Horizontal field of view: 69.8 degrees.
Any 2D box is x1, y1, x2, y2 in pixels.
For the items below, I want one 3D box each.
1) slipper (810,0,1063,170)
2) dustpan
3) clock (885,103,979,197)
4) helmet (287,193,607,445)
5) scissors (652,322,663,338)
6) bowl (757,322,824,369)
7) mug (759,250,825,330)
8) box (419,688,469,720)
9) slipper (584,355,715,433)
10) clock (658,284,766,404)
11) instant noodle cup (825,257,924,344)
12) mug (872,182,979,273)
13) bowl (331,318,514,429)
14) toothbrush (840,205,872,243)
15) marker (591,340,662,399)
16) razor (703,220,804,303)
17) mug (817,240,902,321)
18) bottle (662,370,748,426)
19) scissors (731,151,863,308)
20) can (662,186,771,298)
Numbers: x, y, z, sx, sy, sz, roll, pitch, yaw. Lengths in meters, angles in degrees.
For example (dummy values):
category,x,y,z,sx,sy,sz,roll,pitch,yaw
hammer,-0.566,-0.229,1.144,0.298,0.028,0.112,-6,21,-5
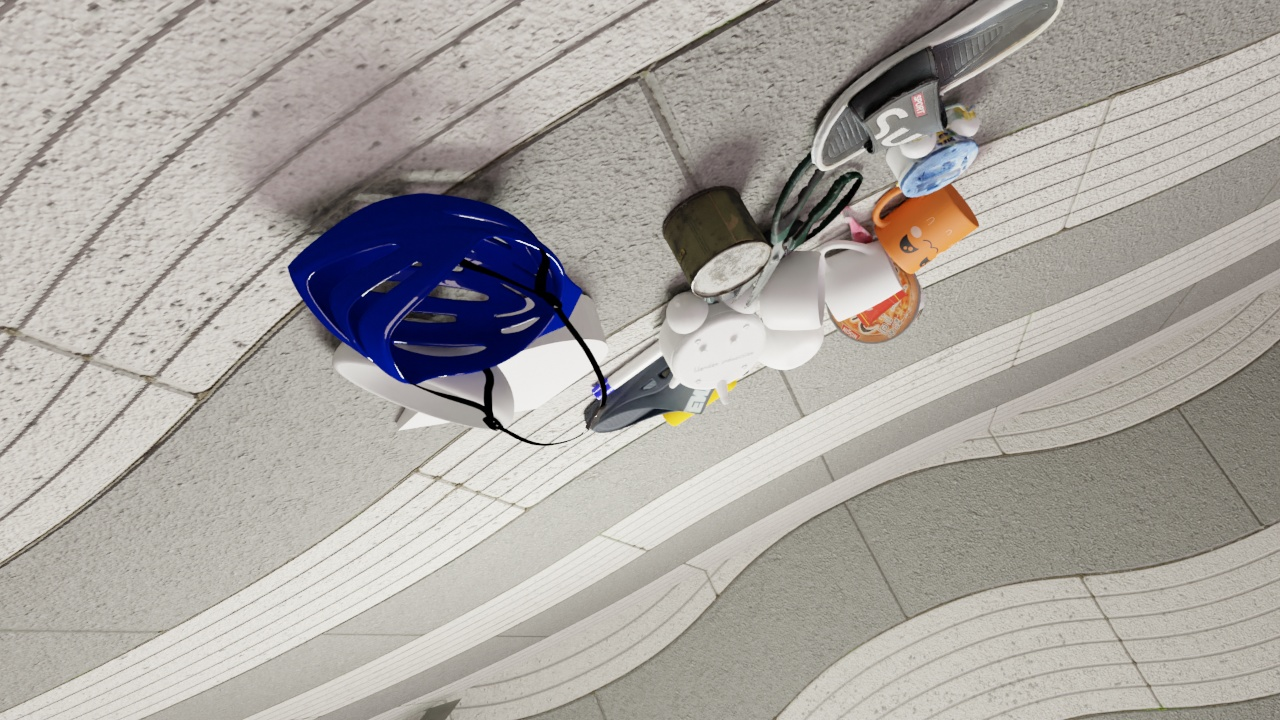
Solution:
category,x,y,z,sx,sy,sz,roll,pitch,yaw
slipper,0.280,-0.257,0.862,0.264,0.063,0.111,-34,156,14
dustpan,-0.148,0.002,1.045,0.191,0.053,0.259,-7,163,-37
clock,0.312,-0.227,0.974,0.089,0.052,0.125,-22,158,-6
helmet,-0.133,-0.027,0.718,0.241,0.227,0.148,-2,132,-44
scissors,0.093,-0.058,1.162,0.154,0.019,0.126,13,132,-47
bowl,0.216,-0.026,1.304,0.114,0.050,0.115,-23,151,-14
mug,0.183,-0.088,1.094,0.068,0.115,0.094,1,121,17
box,-0.657,1.212,3.022,0.167,0.231,0.169,-27,125,27
slipper,0.034,0.046,1.257,0.269,0.083,0.110,-36,154,28
clock,0.091,-0.022,1.122,0.125,0.072,0.161,-17,139,-11
instant noodle cup,0.330,-0.084,1.245,0.124,0.123,0.121,-36,165,25
mug,0.335,-0.173,1.109,0.112,0.077,0.096,33,124,-29
bowl,-0.198,0.006,0.878,0.176,0.066,0.177,16,163,5
toothbrush,0.264,-0.160,1.121,0.022,0.016,0.135,-19,161,21
marker,-0.007,0.007,1.206,0.142,0.020,0.020,-36,156,25
razor,0.129,-0.115,1.040,0.143,0.052,0.047,-30,153,-3
mug,0.267,-0.113,1.148,0.088,0.080,0.114,-24,131,20
bottle,0.096,0.044,1.364,0.144,0.043,0.043,-35,156,23
scissors,0.175,-0.137,1.016,0.137,0.015,0.210,-11,138,-44
can,0.077,-0.120,0.935,0.089,0.074,0.090,-22,156,-10
